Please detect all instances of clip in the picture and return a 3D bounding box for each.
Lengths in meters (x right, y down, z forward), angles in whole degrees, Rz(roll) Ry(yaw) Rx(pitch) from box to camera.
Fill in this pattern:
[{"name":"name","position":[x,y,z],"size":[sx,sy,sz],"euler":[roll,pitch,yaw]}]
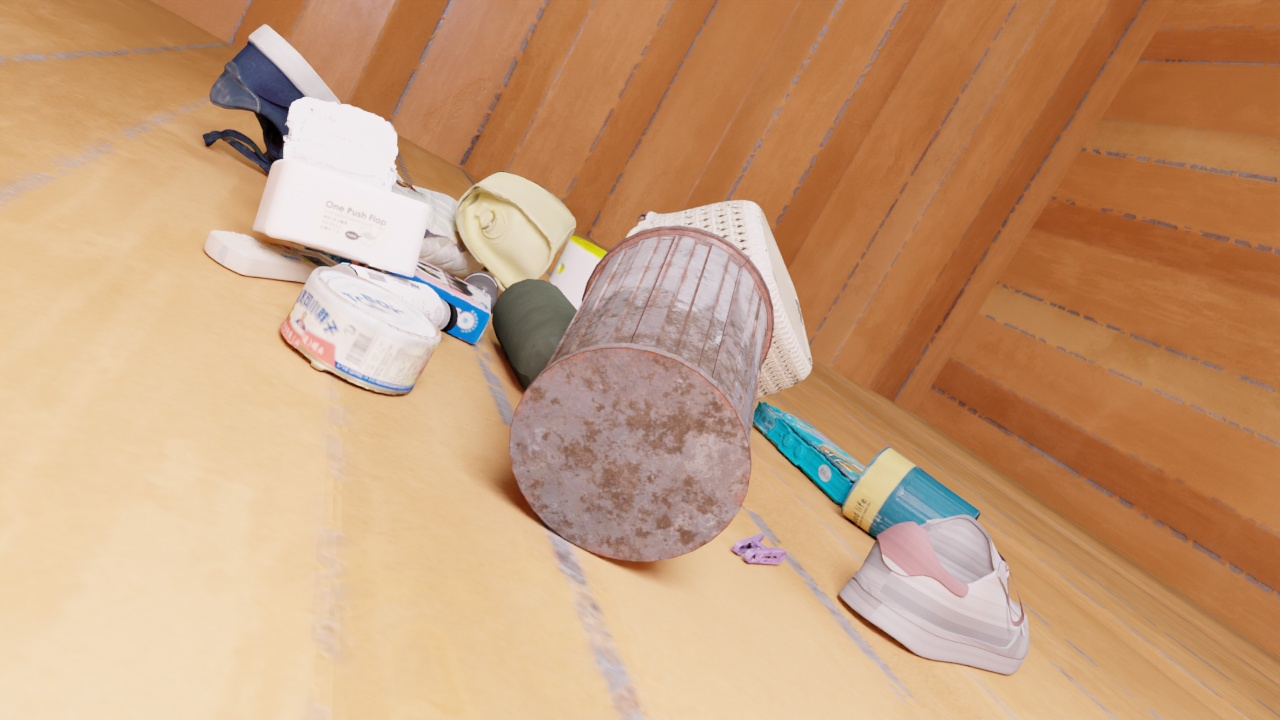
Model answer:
[{"name":"clip","position":[0.079,0.129,0.628],"size":[0.033,0.013,0.051],"euler":[34,12,35]}]

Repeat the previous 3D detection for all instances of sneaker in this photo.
[{"name":"sneaker","position":[0.245,0.167,0.691],"size":[0.236,0.089,0.099],"euler":[21,12,-45]},{"name":"sneaker","position":[-0.354,-0.214,0.983],"size":[0.121,0.127,0.294],"euler":[40,-7,26]}]

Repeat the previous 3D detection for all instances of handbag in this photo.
[{"name":"handbag","position":[-0.248,-0.147,0.936],"size":[0.139,0.072,0.194],"euler":[35,10,22]},{"name":"handbag","position":[-0.133,-0.143,0.963],"size":[0.111,0.081,0.119],"euler":[45,20,-12]}]

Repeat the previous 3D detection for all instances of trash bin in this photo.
[{"name":"trash bin","position":[0.011,0.006,0.546],"size":[0.131,0.131,0.210],"euler":[29,26,-4]}]

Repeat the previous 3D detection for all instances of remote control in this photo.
[{"name":"remote control","position":[-0.255,-0.071,0.657],"size":[0.038,0.018,0.125],"euler":[32,8,15]}]

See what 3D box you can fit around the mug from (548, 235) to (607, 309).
[{"name":"mug","position":[-0.062,-0.067,0.976],"size":[0.082,0.106,0.082],"euler":[29,9,-5]}]

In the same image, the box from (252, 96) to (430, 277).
[{"name":"box","position":[-0.223,-0.123,0.681],"size":[0.111,0.101,0.189],"euler":[17,21,-30]}]

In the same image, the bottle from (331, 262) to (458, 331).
[{"name":"bottle","position":[-0.175,-0.039,0.660],"size":[0.041,0.041,0.116],"euler":[34,10,26]}]

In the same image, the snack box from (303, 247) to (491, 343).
[{"name":"snack box","position":[-0.201,-0.069,0.776],"size":[0.154,0.033,0.088],"euler":[27,8,-15]}]

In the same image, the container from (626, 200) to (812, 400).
[{"name":"container","position":[0.091,-0.056,0.987],"size":[0.251,0.143,0.184],"euler":[53,27,-52]}]

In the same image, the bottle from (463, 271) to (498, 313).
[{"name":"bottle","position":[-0.156,-0.066,0.888],"size":[0.036,0.036,0.110],"euler":[28,9,-13]}]

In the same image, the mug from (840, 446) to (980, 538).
[{"name":"mug","position":[0.266,0.154,0.909],"size":[0.107,0.083,0.114],"euler":[34,-18,24]}]

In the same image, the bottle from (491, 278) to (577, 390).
[{"name":"bottle","position":[-0.069,-0.008,0.728],"size":[0.071,0.071,0.207],"euler":[26,9,-24]}]

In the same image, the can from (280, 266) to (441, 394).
[{"name":"can","position":[-0.167,-0.018,0.553],"size":[0.086,0.043,0.086],"euler":[31,8,-5]}]

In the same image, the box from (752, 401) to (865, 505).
[{"name":"box","position":[0.212,0.113,1.067],"size":[0.094,0.039,0.227],"euler":[26,9,-26]}]
